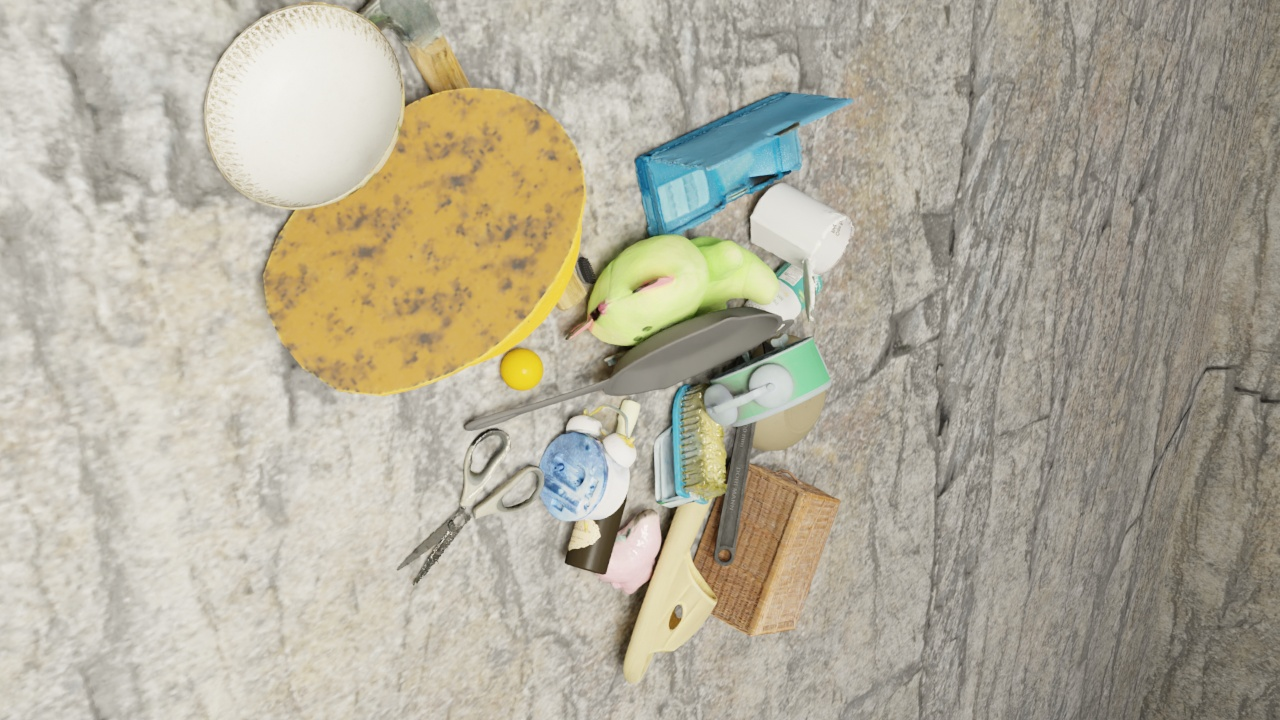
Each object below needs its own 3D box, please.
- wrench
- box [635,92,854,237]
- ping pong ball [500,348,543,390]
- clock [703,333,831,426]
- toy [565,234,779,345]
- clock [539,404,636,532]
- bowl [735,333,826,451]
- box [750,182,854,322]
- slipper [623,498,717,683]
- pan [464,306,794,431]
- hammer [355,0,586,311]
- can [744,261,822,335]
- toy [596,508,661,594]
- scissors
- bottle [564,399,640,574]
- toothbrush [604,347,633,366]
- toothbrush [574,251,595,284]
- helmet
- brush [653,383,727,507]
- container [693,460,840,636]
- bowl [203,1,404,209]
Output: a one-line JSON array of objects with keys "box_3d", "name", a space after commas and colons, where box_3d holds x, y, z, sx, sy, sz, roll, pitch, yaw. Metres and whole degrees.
[{"box_3d": [0.121, 0.110, 1.092, 0.073, 0.018, 0.273, 9, 91, -4], "name": "wrench"}, {"box_3d": [0.117, -0.204, 0.955, 0.230, 0.112, 0.094, -31, 122, -33], "name": "box"}, {"box_3d": [-0.111, 0.009, 0.863, 0.040, 0.040, 0.040, -16, 115, -39], "name": "ping pong ball"}, {"box_3d": [0.131, 0.024, 0.995, 0.161, 0.122, 0.075, -23, 90, -53], "name": "clock"}, {"box_3d": [0.031, -0.075, 0.919, 0.196, 0.151, 0.107, 3, 64, -43], "name": "toy"}, {"box_3d": [-0.050, 0.104, 0.919, 0.052, 0.089, 0.125, 18, 99, -51], "name": "clock"}, {"box_3d": [0.187, 0.046, 1.152, 0.152, 0.050, 0.152, -16, 115, -39], "name": "bowl"}, {"box_3d": [0.173, -0.120, 1.012, 0.136, 0.147, 0.084, -40, 146, -27], "name": "box"}, {"box_3d": [0.053, 0.255, 1.053, 0.111, 0.079, 0.261, 35, 74, -77], "name": "slipper"}, {"box_3d": [-0.006, 0.006, 0.912, 0.354, 0.217, 0.024, -18, 77, -19], "name": "pan"}, {"box_3d": [-0.127, -0.175, 0.794, 0.132, 0.033, 0.331, -47, 132, -23], "name": "hammer"}, {"box_3d": [0.168, -0.074, 1.090, 0.101, 0.055, 0.055, -45, 130, -24], "name": "can"}, {"box_3d": [-0.012, 0.221, 1.022, 0.099, 0.053, 0.096, -33, 131, -20], "name": "toy"}, {"box_3d": [-0.166, 0.135, 0.874, 0.164, 0.013, 0.150, -12, 107, -29], "name": "scissors"}, {"box_3d": [-0.033, 0.130, 0.970, 0.045, 0.045, 0.184, 28, 73, -45], "name": "bottle"}, {"box_3d": [0.031, -0.026, 1.000, 0.185, 0.022, 0.024, -20, 99, -39], "name": "toothbrush"}, {"box_3d": [-0.074, -0.144, 0.867, 0.012, 0.013, 0.167, -38, 125, -28], "name": "toothbrush"}, {"box_3d": [-0.145, -0.076, 0.719, 0.255, 0.205, 0.131, -38, 162, 2], "name": "helmet"}, {"box_3d": [0.051, 0.092, 1.026, 0.055, 0.075, 0.135, 29, 52, -46], "name": "brush"}, {"box_3d": [0.153, 0.232, 1.141, 0.112, 0.114, 0.198, 18, 93, -50], "name": "container"}, {"box_3d": [-0.227, -0.171, 0.653, 0.063, 0.145, 0.145, 36, 76, -81], "name": "bowl"}]
